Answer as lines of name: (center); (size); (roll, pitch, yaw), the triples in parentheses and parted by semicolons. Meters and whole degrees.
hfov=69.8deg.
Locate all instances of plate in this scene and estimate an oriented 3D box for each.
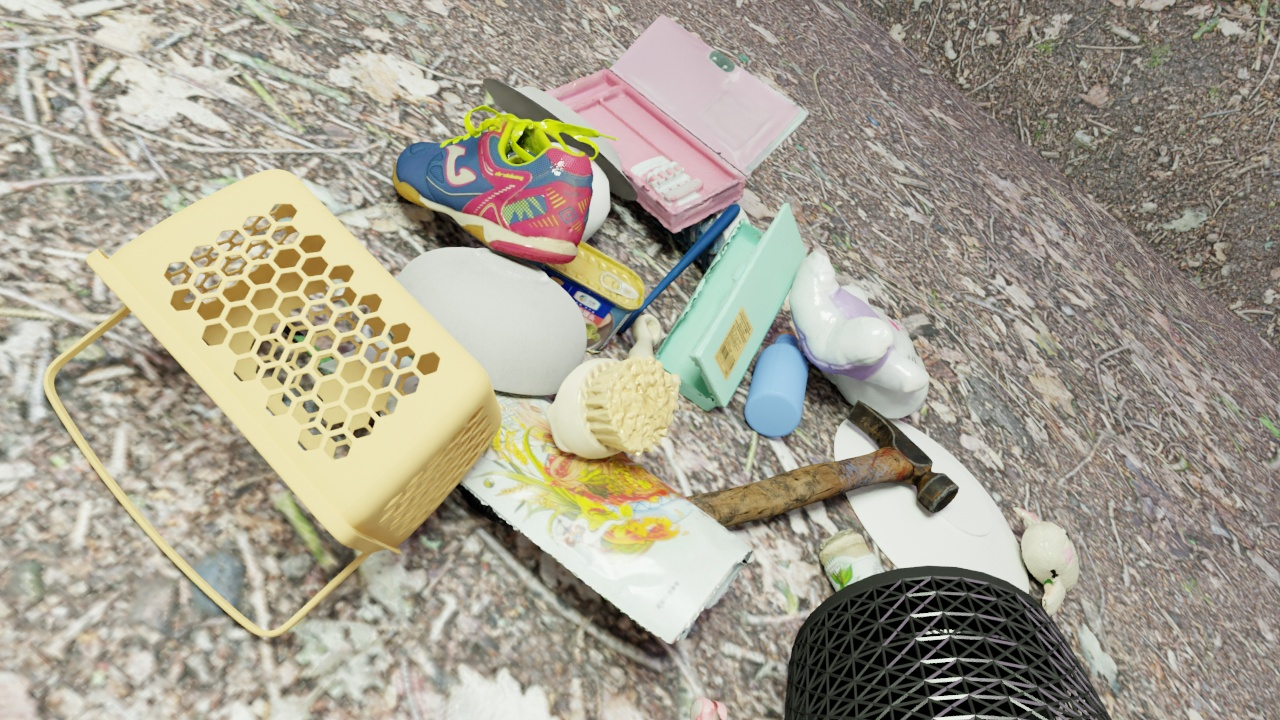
plate: (0.279, 0.130, 0.845); (0.229, 0.030, 0.228); (25, 36, -20)
plate: (-0.067, -0.207, 0.837); (0.173, 0.019, 0.173); (36, -1, 1)

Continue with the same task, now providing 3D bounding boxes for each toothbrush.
toothbrush: (0.033, -0.087, 0.818); (0.017, 0.016, 0.189); (37, 57, 11)
toothbrush: (-0.150, 0.036, 0.566); (0.188, 0.017, 0.014); (40, 25, 4)

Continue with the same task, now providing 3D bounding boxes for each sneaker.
sneaker: (0.053, -0.140, 0.927); (0.079, 0.088, 0.235); (-15, 58, -10)
sneaker: (-0.107, -0.146, 0.686); (0.116, 0.091, 0.242); (3, 20, -39)

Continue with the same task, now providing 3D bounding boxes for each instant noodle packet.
instant noodle packet: (-0.056, 0.060, 0.571); (0.269, 0.057, 0.146); (37, 23, 15)

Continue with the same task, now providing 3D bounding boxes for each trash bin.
trash bin: (0.162, 0.246, 0.456); (0.217, 0.217, 0.242); (31, 28, -12)

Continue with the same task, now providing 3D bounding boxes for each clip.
clip: (0.046, 0.222, 0.528); (0.035, 0.022, 0.057); (21, 36, -19)

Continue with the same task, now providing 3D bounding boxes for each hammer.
hammer: (0.115, 0.095, 0.717); (0.329, 0.033, 0.120); (-6, 41, -40)

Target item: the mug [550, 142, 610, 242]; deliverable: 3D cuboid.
mug: (-0.084, -0.153, 0.792); (0.124, 0.076, 0.090); (34, 34, -7)

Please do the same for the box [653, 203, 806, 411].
box: (0.090, -0.051, 0.776); (0.077, 0.079, 0.188); (37, 58, -6)

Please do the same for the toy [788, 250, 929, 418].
toy: (0.204, -0.010, 0.854); (0.137, 0.085, 0.209); (54, 12, 29)

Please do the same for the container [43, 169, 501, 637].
container: (-0.184, 0.022, 0.465); (0.183, 0.129, 0.166); (44, 76, 9)

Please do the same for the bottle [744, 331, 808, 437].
bottle: (0.126, 0.013, 0.823); (0.048, 0.048, 0.130); (34, 34, -7)

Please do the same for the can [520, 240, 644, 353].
can: (-0.053, -0.055, 0.723); (0.099, 0.059, 0.053); (28, 35, -15)

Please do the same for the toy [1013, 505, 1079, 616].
toy: (0.379, 0.186, 0.852); (0.087, 0.050, 0.112); (51, 23, -42)

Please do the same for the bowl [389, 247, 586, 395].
bowl: (-0.097, -0.035, 0.614); (0.132, 0.064, 0.131); (22, 15, -7)

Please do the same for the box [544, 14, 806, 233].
box: (0.028, -0.238, 0.919); (0.233, 0.180, 0.055); (48, -11, 31)

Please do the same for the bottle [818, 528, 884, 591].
bottle: (0.172, 0.179, 0.679); (0.042, 0.043, 0.110); (5, 46, -40)

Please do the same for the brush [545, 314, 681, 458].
brush: (-0.004, 0.004, 0.643); (0.077, 0.062, 0.271); (-4, 13, 8)
